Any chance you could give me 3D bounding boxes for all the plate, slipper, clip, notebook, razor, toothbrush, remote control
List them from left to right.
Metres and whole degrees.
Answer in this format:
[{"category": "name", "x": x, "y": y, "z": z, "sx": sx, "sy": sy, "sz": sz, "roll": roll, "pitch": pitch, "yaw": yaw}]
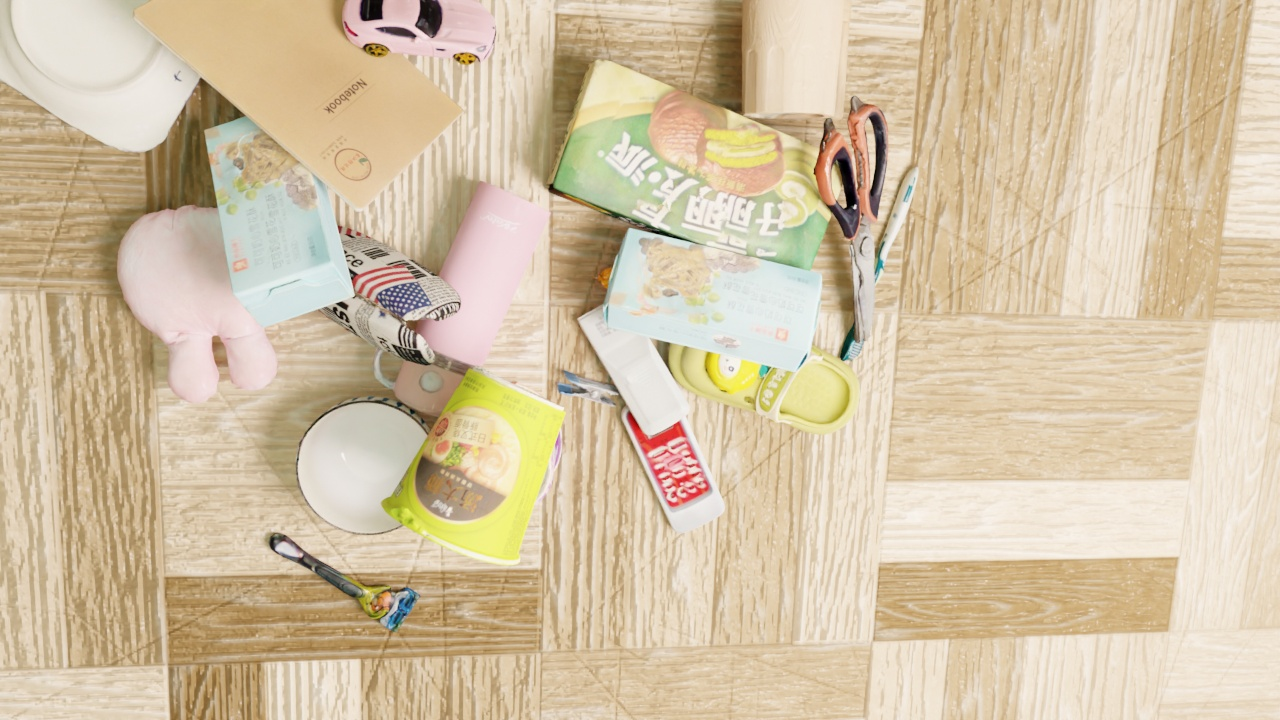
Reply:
[{"category": "plate", "x": -0.427, "y": -0.265, "z": 0.719, "sx": 0.163, "sy": 0.034, "sz": 0.164, "roll": 31, "pitch": 94, "yaw": -12}, {"category": "notebook", "x": -0.258, "y": -0.230, "z": 0.720, "sx": 0.207, "sy": 0.008, "sz": 0.147, "roll": 42, "pitch": 53, "yaw": -12}, {"category": "razor", "x": -0.270, "y": 0.196, "z": 0.824, "sx": 0.142, "sy": 0.022, "sz": 0.042, "roll": 34, "pitch": 91, "yaw": -12}, {"category": "clip", "x": -0.046, "y": 0.026, "z": 0.829, "sx": 0.058, "sy": 0.026, "sz": 0.038, "roll": 19, "pitch": 104, "yaw": -17}, {"category": "remote control", "x": -0.005, "y": 0.005, "z": 0.821, "sx": 0.049, "sy": 0.024, "sz": 0.125, "roll": -31, "pitch": 88, "yaw": -4}, {"category": "remote control", "x": 0.031, "y": 0.094, "z": 0.854, "sx": 0.056, "sy": 0.020, "sz": 0.136, "roll": -25, "pitch": 102, "yaw": -5}, {"category": "slipper", "x": 0.121, "y": 0.012, "z": 0.824, "sx": 0.190, "sy": 0.081, "sz": 0.091, "roll": 22, "pitch": 93, "yaw": -14}, {"category": "toothbrush", "x": 0.225, "y": -0.088, "z": 0.856, "sx": 0.018, "sy": 0.016, "sz": 0.192, "roll": 17, "pitch": 97, "yaw": -21}]

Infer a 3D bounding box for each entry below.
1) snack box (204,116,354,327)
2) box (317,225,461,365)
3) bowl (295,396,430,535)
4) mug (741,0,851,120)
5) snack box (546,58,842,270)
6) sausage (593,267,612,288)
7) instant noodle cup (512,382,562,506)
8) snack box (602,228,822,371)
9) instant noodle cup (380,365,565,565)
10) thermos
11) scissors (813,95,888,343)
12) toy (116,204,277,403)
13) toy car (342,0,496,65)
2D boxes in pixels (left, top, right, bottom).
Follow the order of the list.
[{"category": "snack box", "x": -0.281, "y": -0.115, "z": 0.710, "sx": 0.074, "sy": 0.052, "sz": 0.174, "roll": -20, "pitch": 62, "yaw": -6}, {"category": "box", "x": -0.218, "y": -0.066, "z": 0.744, "sx": 0.163, "sy": 0.076, "sz": 0.087, "roll": 30, "pitch": 76, "yaw": 21}, {"category": "bowl", "x": -0.230, "y": 0.084, "z": 0.789, "sx": 0.116, "sy": 0.066, "sz": 0.116, "roll": -1, "pitch": 100, "yaw": -8}, {"category": "mug", "x": 0.138, "y": -0.259, "z": 0.780, "sx": 0.124, "sy": 0.084, "sz": 0.103, "roll": -11, "pitch": 106, "yaw": -47}, {"category": "snack box", "x": 0.049, "y": -0.159, "z": 0.792, "sx": 0.240, "sy": 0.063, "sz": 0.114, "roll": 20, "pitch": 94, "yaw": -12}, {"category": "sausage", "x": 0.039, "y": -0.069, "z": 0.827, "sx": 0.165, "sy": 0.021, "sz": 0.021, "roll": 3, "pitch": 98, "yaw": -9}, {"category": "instant noodle cup", "x": -0.120, "y": 0.082, "z": 0.789, "sx": 0.111, "sy": 0.099, "sz": 0.111, "roll": -1, "pitch": 99, "yaw": -7}, {"category": "snack box", "x": 0.061, "y": -0.051, "z": 0.775, "sx": 0.175, "sy": 0.052, "sz": 0.074, "roll": 13, "pitch": 68, "yaw": 2}, {"category": "instant noodle cup", "x": -0.117, "y": 0.073, "z": 0.689, "sx": 0.111, "sy": 0.112, "sz": 0.123, "roll": 25, "pitch": 87, "yaw": -12}, {"category": "thermos", "x": -0.155, "y": -0.054, "z": 0.780, "sx": 0.087, "sy": 0.067, "sz": 0.198, "roll": 26, "pitch": 96, "yaw": -5}, {"category": "scissors", "x": 0.182, "y": -0.108, "z": 0.796, "sx": 0.185, "sy": 0.015, "sz": 0.209, "roll": 15, "pitch": 96, "yaw": -43}, {"category": "toy", "x": -0.358, "y": -0.047, "z": 0.752, "sx": 0.121, "sy": 0.054, "sz": 0.159, "roll": -11, "pitch": 94, "yaw": -6}, {"category": "toy car", "x": -0.178, "y": -0.275, "z": 0.745, "sx": 0.122, "sy": 0.037, "sz": 0.056, "roll": 2, "pitch": 75, "yaw": -10}]
